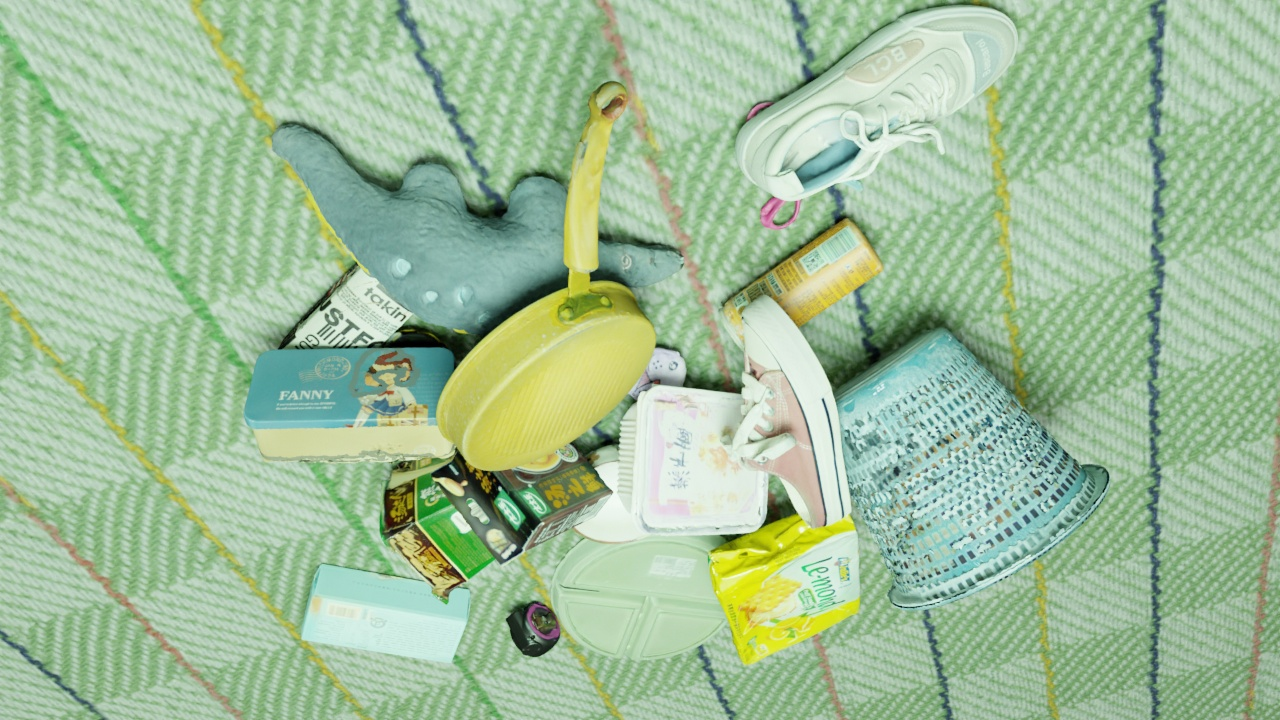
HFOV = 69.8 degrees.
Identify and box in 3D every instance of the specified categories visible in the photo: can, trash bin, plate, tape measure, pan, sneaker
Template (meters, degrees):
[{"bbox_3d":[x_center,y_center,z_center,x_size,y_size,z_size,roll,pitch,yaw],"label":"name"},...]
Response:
[{"bbox_3d":[0.145,-0.066,0.835,0.146,0.058,0.058,-35,121,17],"label":"can"},{"bbox_3d":[0.275,0.086,0.854,0.227,0.226,0.195,-36,84,17],"label":"trash bin"},{"bbox_3d":[0.010,0.275,1.072,0.230,0.027,0.231,-4,125,-5],"label":"plate"},{"bbox_3d":[-0.121,0.311,1.063,0.039,0.057,0.057,-43,152,21],"label":"tape measure"},{"bbox_3d":[-0.058,-0.046,0.715,0.197,0.078,0.359,-21,152,-38],"label":"pan"},{"bbox_3d":[0.120,0.060,0.812,0.087,0.118,0.241,-24,119,-8],"label":"sneaker"},{"bbox_3d":[0.195,-0.201,0.721,0.242,0.090,0.089,-28,124,3],"label":"sneaker"}]

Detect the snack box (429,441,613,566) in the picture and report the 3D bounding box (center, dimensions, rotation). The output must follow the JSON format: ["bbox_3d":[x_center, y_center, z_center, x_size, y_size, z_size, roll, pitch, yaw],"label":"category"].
[{"bbox_3d":[-0.107,0.112,0.848,0.125,0.113,0.053,-16,147,-53],"label":"snack box"}]

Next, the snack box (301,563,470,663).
[{"bbox_3d":[-0.284,0.285,1.029,0.174,0.051,0.074,15,123,-15],"label":"snack box"}]

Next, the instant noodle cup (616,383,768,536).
[{"bbox_3d":[0.046,0.097,0.887,0.173,0.060,0.138,7,83,-39],"label":"instant noodle cup"}]

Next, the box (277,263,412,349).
[{"bbox_3d":[-0.259,-0.030,0.814,0.165,0.060,0.072,-42,140,20],"label":"box"}]

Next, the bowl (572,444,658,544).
[{"bbox_3d":[-0.025,0.128,0.946,0.113,0.062,0.114,-4,126,-5],"label":"bowl"}]

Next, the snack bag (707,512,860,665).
[{"bbox_3d":[0.156,0.240,1.001,0.158,0.068,0.247,-24,142,-5],"label":"snack bag"}]

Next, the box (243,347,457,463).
[{"bbox_3d":[-0.249,0.038,0.791,0.184,0.089,0.062,-1,136,-11],"label":"box"}]

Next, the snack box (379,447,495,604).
[{"bbox_3d":[-0.182,0.151,0.914,0.106,0.117,0.118,-27,126,6],"label":"snack box"}]

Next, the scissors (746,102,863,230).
[{"bbox_3d":[0.139,-0.171,0.790,0.133,0.017,0.134,22,116,-24],"label":"scissors"}]

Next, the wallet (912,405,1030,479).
[{"bbox_3d":[0.339,0.086,0.972,0.133,0.040,0.106,36,111,-17],"label":"wallet"}]

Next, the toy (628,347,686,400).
[{"bbox_3d":[-0.005,0.005,0.878,0.108,0.039,0.084,21,116,-18],"label":"toy"}]

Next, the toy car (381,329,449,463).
[{"bbox_3d":[-0.230,0.034,0.869,0.071,0.041,0.156,23,115,-21],"label":"toy car"}]

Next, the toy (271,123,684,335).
[{"bbox_3d":[-0.132,-0.090,0.764,0.356,0.091,0.137,12,78,-17],"label":"toy"}]
